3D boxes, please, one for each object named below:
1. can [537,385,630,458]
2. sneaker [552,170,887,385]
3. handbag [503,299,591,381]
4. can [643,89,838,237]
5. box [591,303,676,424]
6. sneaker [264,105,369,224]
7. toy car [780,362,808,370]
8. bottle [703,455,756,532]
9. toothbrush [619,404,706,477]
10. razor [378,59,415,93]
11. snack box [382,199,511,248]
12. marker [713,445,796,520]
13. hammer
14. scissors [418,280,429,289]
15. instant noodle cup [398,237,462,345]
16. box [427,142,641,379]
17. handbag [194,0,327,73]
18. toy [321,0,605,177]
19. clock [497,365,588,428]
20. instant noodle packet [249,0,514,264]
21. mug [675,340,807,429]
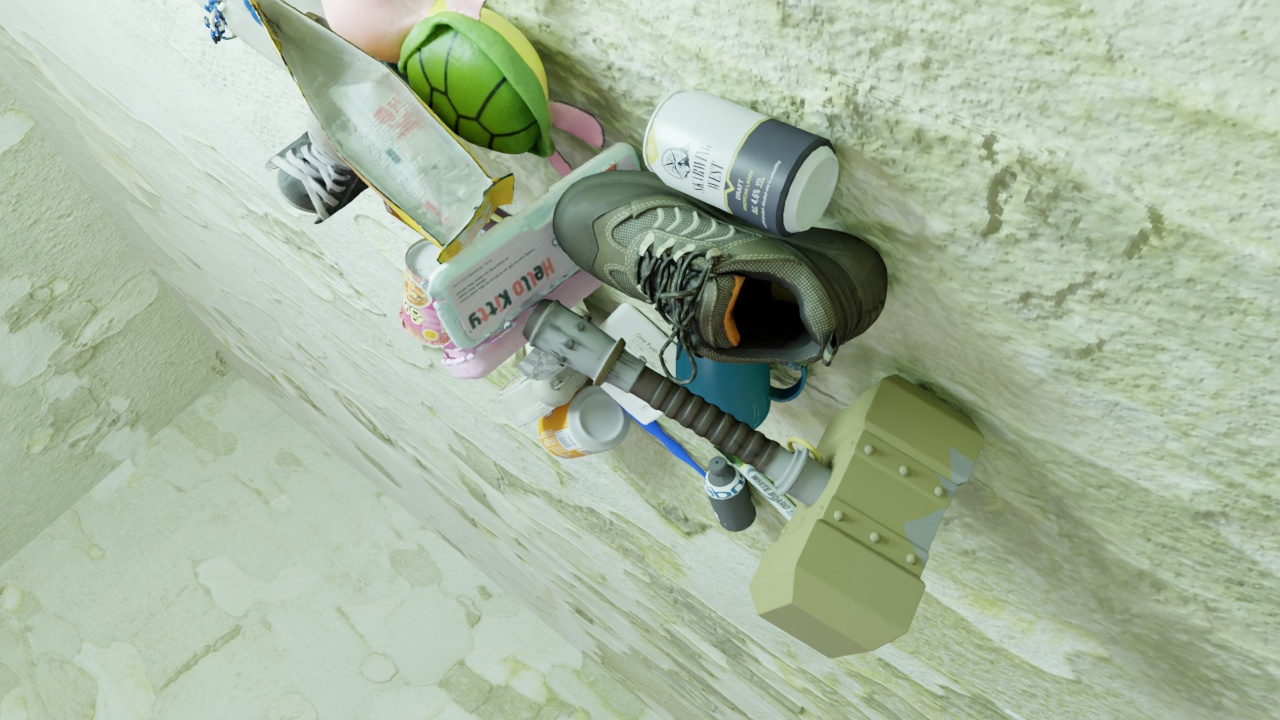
[{"bbox_3d":[-0.073,0.078,1.125,0.079,0.079,0.143,47,156,-10],"label":"can"},{"bbox_3d":[0.032,-0.042,0.604,0.238,0.142,0.101,17,127,17],"label":"sneaker"},{"bbox_3d":[-0.121,-0.038,0.938,0.112,0.123,0.172,60,162,10],"label":"handbag"},{"bbox_3d":[0.058,-0.130,0.586,0.127,0.064,0.064,30,154,27],"label":"can"},{"bbox_3d":[0.001,-0.001,0.931,0.107,0.076,0.103,45,158,1],"label":"box"},{"bbox_3d":[-0.293,-0.188,0.857,0.095,0.120,0.234,52,-179,-20],"label":"sneaker"},{"bbox_3d":[0.124,-0.035,0.684,0.048,0.032,0.106,36,144,8],"label":"toy car"},{"bbox_3d":[0.097,0.146,1.016,0.047,0.046,0.112,23,149,38],"label":"bottle"},{"bbox_3d":[0.034,0.098,1.071,0.182,0.016,0.018,43,162,-1],"label":"toothbrush"},{"bbox_3d":[-0.215,-0.251,0.838,0.052,0.047,0.143,19,160,-7],"label":"razor"},{"bbox_3d":[-0.211,-0.159,0.996,0.186,0.031,0.101,34,155,18],"label":"snack box"},{"bbox_3d":[0.134,0.136,0.979,0.146,0.017,0.017,44,157,-5],"label":"marker"},{"bbox_3d":[0.059,0.051,0.671,0.325,0.189,0.101,31,156,2],"label":"hammer"},{"bbox_3d":[-0.171,-0.058,1.048,0.175,0.032,0.078,19,169,-21],"label":"scissors"},{"bbox_3d":[-0.244,-0.089,1.105,0.098,0.097,0.109,36,148,15],"label":"instant noodle cup"},{"bbox_3d":[-0.069,-0.067,0.719,0.073,0.201,0.150,45,158,10],"label":"box"},{"bbox_3d":[-0.326,-0.325,0.833,0.199,0.092,0.201,45,157,-24],"label":"handbag"},{"bbox_3d":[-0.132,-0.223,0.698,0.238,0.087,0.190,38,165,-7],"label":"toy"},{"bbox_3d":[-0.112,0.025,1.069,0.061,0.103,0.157,54,160,-9],"label":"clock"},{"bbox_3d":[-0.198,-0.178,0.683,0.221,0.084,0.163,46,177,-9],"label":"instant noodle packet"},{"bbox_3d":[0.084,0.003,0.772,0.112,0.084,0.104,4,138,13],"label":"mug"}]
